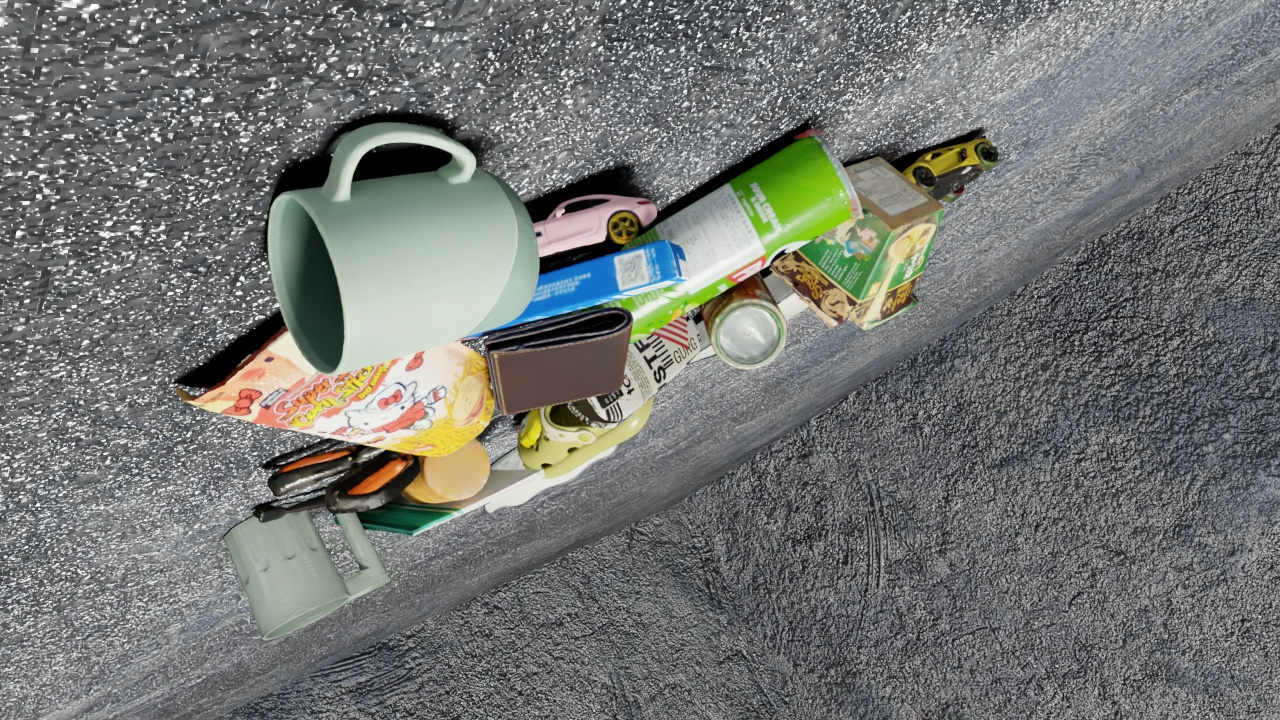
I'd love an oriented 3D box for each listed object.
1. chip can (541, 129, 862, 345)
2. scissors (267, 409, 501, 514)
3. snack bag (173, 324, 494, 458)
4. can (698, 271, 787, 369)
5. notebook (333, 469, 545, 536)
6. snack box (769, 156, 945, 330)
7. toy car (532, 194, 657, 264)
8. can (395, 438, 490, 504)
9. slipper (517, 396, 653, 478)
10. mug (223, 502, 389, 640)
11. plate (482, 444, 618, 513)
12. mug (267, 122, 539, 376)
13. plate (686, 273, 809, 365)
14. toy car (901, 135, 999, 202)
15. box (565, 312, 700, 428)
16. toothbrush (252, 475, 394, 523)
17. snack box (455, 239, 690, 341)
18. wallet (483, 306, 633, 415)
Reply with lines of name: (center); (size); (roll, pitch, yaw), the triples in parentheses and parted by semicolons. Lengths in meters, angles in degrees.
chip can: (0.039, -0.077, 0.668); (0.236, 0.072, 0.072); (-30, 168, 8)
scissors: (-0.198, 0.068, 0.749); (0.224, 0.022, 0.220); (-11, -164, 7)
snack bag: (-0.177, 0.013, 0.600); (0.129, 0.073, 0.207); (-31, 160, 11)
can: (0.075, -0.047, 0.733); (0.058, 0.058, 0.147); (-31, -158, 10)
notebook: (-0.212, 0.144, 0.950); (0.150, 0.012, 0.210); (-21, -173, -37)
snack box: (0.193, -0.107, 0.792); (0.117, 0.118, 0.106); (-24, 151, -36)
toy car: (-0.049, -0.076, 0.555); (0.122, 0.037, 0.056); (-16, 180, -11)
can: (-0.185, 0.102, 0.844); (0.058, 0.058, 0.146); (-22, 180, -27)
slipper: (-0.071, 0.057, 0.970); (0.191, 0.091, 0.081); (-26, 131, 36)
mug: (-0.318, 0.191, 0.876); (0.123, 0.103, 0.084); (-21, 165, -35)
plate: (-0.121, 0.135, 1.216); (0.204, 0.045, 0.205); (-26, 166, -7)
mug: (-0.107, -0.058, 0.430); (0.106, 0.082, 0.112); (-19, 133, -36)
plate: (0.140, -0.062, 0.974); (0.161, 0.034, 0.267); (-21, 172, -35)
toy car: (0.275, -0.172, 0.869); (0.155, 0.041, 0.071); (-24, 167, -27)
box: (-0.008, 0.011, 0.855); (0.080, 0.074, 0.163); (-33, -173, 44)
toothbrush: (-0.278, 0.128, 0.897); (0.212, 0.027, 0.026); (-10, 113, -53)
snack box: (-0.049, -0.043, 0.584); (0.157, 0.026, 0.084); (-15, -178, 10)
wallet: (-0.055, 0.005, 0.627); (0.096, 0.020, 0.122); (-11, 159, -9)
